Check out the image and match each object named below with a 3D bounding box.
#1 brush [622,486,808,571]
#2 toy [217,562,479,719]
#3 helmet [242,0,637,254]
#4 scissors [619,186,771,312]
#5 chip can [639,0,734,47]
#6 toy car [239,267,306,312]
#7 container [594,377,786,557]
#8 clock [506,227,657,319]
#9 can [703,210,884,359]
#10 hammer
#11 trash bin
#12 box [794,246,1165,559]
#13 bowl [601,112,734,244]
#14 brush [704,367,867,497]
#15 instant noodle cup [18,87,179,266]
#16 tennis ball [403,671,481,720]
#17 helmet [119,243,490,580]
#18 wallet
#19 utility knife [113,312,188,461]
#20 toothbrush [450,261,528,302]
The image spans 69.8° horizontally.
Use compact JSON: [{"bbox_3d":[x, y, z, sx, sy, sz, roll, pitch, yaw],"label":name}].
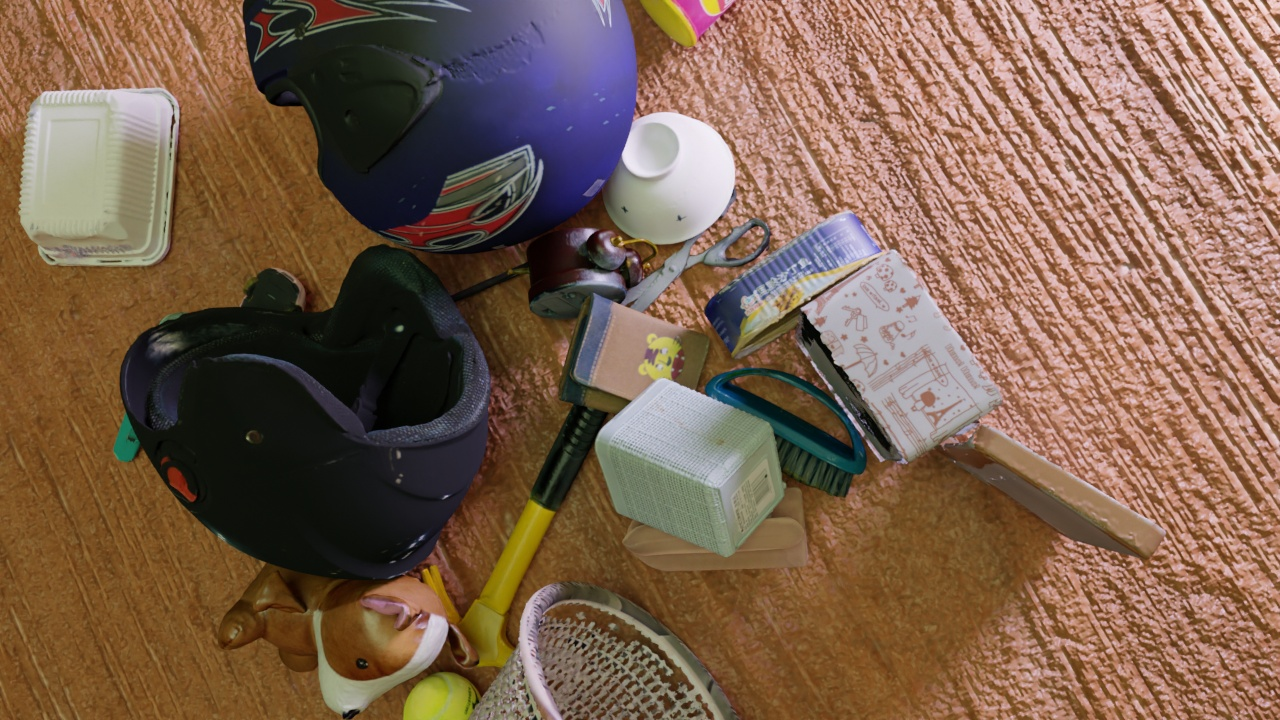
[{"bbox_3d":[0.059,0.138,0.740,0.146,0.073,0.063,-5,86,10],"label":"brush"},{"bbox_3d":[-0.237,0.219,0.740,0.200,0.140,0.130,-3,63,20],"label":"toy"},{"bbox_3d":[-0.154,-0.203,0.725,0.316,0.246,0.240,-6,102,31],"label":"helmet"},{"bbox_3d":[0.029,-0.087,0.797,0.168,0.014,0.156,-1,85,13],"label":"scissors"},{"bbox_3d":[0.094,-0.367,0.780,0.210,0.071,0.071,-45,81,2],"label":"chip can"},{"bbox_3d":[-0.344,-0.027,0.835,0.056,0.037,0.122,35,103,13],"label":"toy car"},{"bbox_3d":[0.041,0.082,0.697,0.111,0.090,0.089,19,48,40],"label":"container"},{"bbox_3d":[-0.044,-0.075,0.767,0.122,0.082,0.055,-16,73,18],"label":"clock"},{"bbox_3d":[0.125,-0.061,0.748,0.148,0.074,0.049,-34,78,4],"label":"can"},{"bbox_3d":[-0.083,0.120,0.784,0.129,0.033,0.300,27,90,9],"label":"hammer"},{"bbox_3d":[-0.053,0.313,0.685,0.227,0.227,0.192,44,105,10],"label":"trash bin"},{"bbox_3d":[0.231,0.049,0.668,0.105,0.178,0.260,-36,81,4],"label":"box"},{"bbox_3d":[0.016,-0.163,0.768,0.118,0.064,0.118,-3,78,13],"label":"bowl"},{"bbox_3d":[0.118,0.049,0.741,0.144,0.055,0.073,28,104,14],"label":"brush"},{"bbox_3d":[-0.515,-0.178,0.861,0.138,0.060,0.173,1,87,8],"label":"instant noodle cup"},{"bbox_3d":[-0.164,0.294,0.763,0.065,0.065,0.065,-1,85,8],"label":"tennis ball"},{"bbox_3d":[-0.252,0.048,0.716,0.275,0.232,0.230,9,116,11],"label":"helmet"},{"bbox_3d":[-0.004,0.004,0.756,0.115,0.033,0.090,18,86,-26],"label":"wallet"},{"bbox_3d":[-0.459,0.023,0.857,0.029,0.013,0.151,19,88,11],"label":"utility knife"},{"bbox_3d":[-0.171,-0.050,0.820,0.181,0.015,0.018,-25,88,6],"label":"toothbrush"}]
